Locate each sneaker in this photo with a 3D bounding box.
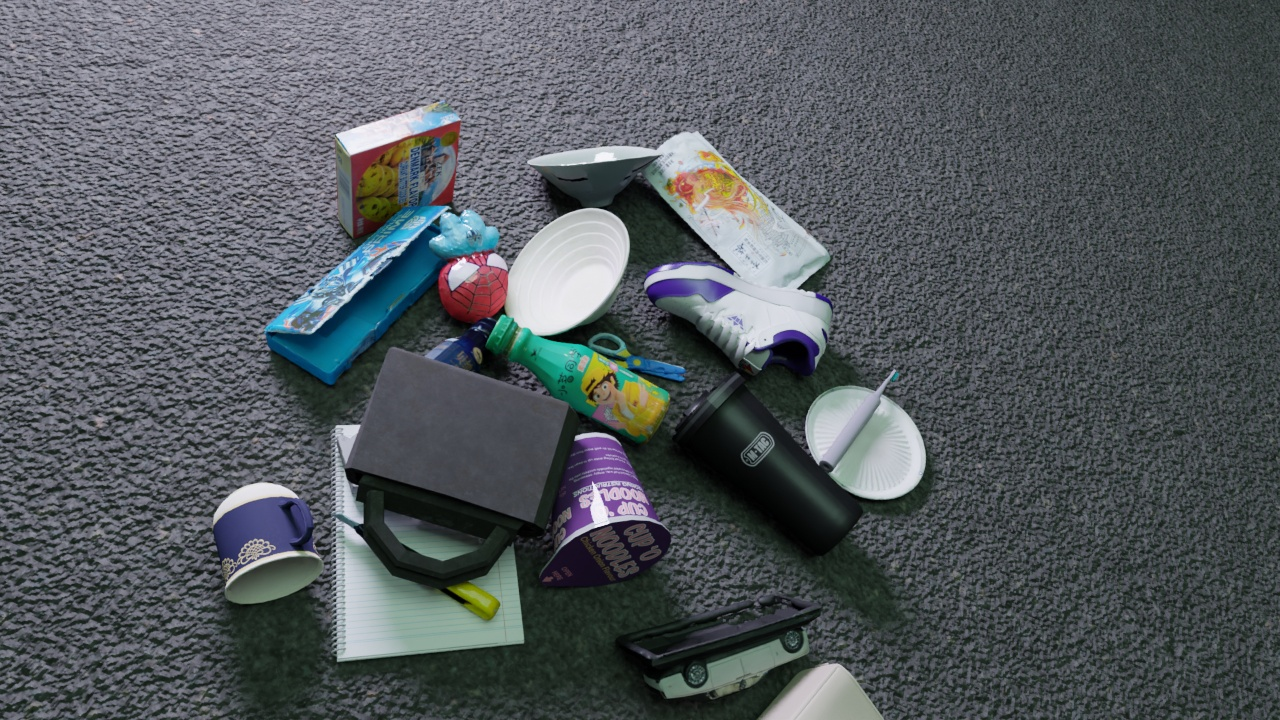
[{"bbox_3d":[0.118,-0.040,1.128,0.244,0.092,0.111,12,64,-8],"label":"sneaker"}]

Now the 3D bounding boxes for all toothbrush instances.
[{"bbox_3d":[0.270,0.068,1.116,0.019,0.018,0.187,39,56,9],"label":"toothbrush"}]

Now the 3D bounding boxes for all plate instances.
[{"bbox_3d":[0.272,0.100,1.117,0.157,0.014,0.156,8,55,-11],"label":"plate"}]

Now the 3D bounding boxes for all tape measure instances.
[{"bbox_3d":[-0.274,0.099,0.937,0.062,0.020,0.060,-13,62,-27],"label":"tape measure"}]

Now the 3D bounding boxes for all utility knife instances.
[{"bbox_3d":[-0.219,0.195,0.888,0.188,0.029,0.020,31,53,4],"label":"utility knife"}]

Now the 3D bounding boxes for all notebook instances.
[{"bbox_3d":[-0.220,0.173,0.928,0.177,0.013,0.245,0,57,-18],"label":"notebook"}]

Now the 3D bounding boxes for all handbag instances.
[{"bbox_3d":[0.176,0.416,0.839,0.194,0.102,0.198,-37,85,-32],"label":"handbag"},{"bbox_3d":[-0.181,0.119,0.889,0.197,0.102,0.199,19,66,-6],"label":"handbag"}]

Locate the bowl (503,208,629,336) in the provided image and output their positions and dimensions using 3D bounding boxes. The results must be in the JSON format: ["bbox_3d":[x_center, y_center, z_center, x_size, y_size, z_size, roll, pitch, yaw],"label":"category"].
[{"bbox_3d":[-0.076,-0.093,1.092,0.177,0.058,0.176,-18,53,25],"label":"bowl"}]

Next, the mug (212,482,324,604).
[{"bbox_3d":[-0.340,0.156,0.846,0.085,0.112,0.089,13,42,-52],"label":"mug"}]

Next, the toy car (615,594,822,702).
[{"bbox_3d":[0.082,0.289,0.904,0.191,0.094,0.071,-10,91,-24],"label":"toy car"}]

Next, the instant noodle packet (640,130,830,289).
[{"bbox_3d":[0.131,-0.203,1.259,0.269,0.057,0.146,44,58,9],"label":"instant noodle packet"}]

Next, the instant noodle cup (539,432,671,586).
[{"bbox_3d":[-0.051,0.149,0.941,0.137,0.122,0.121,-22,51,3],"label":"instant noodle cup"}]

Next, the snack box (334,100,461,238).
[{"bbox_3d":[-0.289,-0.227,1.094,0.144,0.143,0.040,-28,68,-30],"label":"snack box"}]

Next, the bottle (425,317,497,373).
[{"bbox_3d":[-0.210,0.009,1.011,0.056,0.056,0.160,35,47,8],"label":"bottle"}]

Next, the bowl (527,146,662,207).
[{"bbox_3d":[-0.059,-0.239,1.210,0.174,0.068,0.174,-3,19,1],"label":"bowl"}]

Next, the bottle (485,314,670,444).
[{"bbox_3d":[-0.071,0.017,1.021,0.209,0.068,0.067,29,53,-7],"label":"bottle"}]

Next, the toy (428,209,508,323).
[{"bbox_3d":[-0.197,-0.109,1.069,0.092,0.062,0.133,-20,104,-43],"label":"toy"}]

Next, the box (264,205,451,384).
[{"bbox_3d":[-0.307,-0.094,1.035,0.092,0.086,0.242,31,54,7],"label":"box"}]

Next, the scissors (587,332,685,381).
[{"bbox_3d":[-0.006,0.008,1.100,0.130,0.022,0.070,20,52,-6],"label":"scissors"}]

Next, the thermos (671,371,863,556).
[{"bbox_3d":[0.141,0.116,1.021,0.218,0.106,0.105,43,56,8],"label":"thermos"}]
